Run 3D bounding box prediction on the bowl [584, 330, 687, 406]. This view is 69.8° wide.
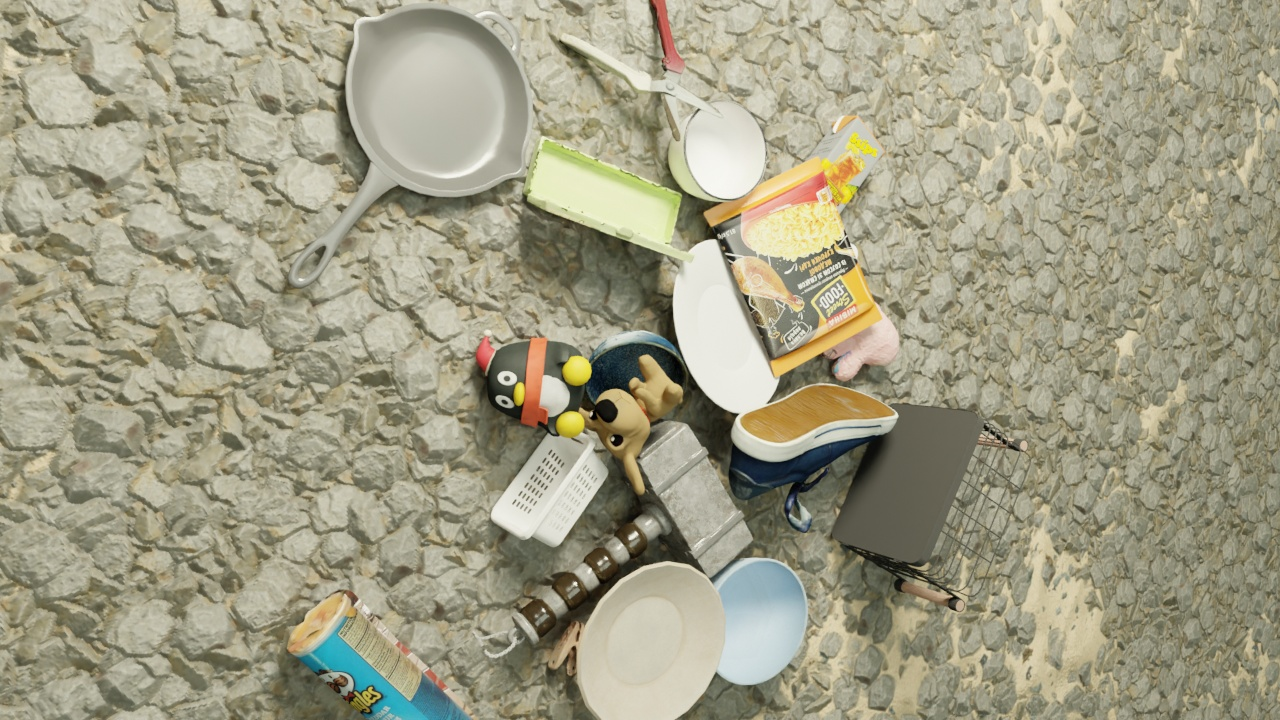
[{"bbox_3d":[-0.006,0.006,1.027,0.114,0.060,0.115,-1,131,-2],"label":"bowl"}]

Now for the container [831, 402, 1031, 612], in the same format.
[{"bbox_3d":[0.381,0.180,1.193,0.130,0.163,0.241,32,77,-26],"label":"container"}]

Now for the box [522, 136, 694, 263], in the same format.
[{"bbox_3d":[-0.036,-0.166,1.014,0.188,0.064,0.130,15,43,-29],"label":"box"}]

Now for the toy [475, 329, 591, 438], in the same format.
[{"bbox_3d":[-0.115,0.021,0.961,0.119,0.099,0.098,6,109,-6],"label":"toy"}]

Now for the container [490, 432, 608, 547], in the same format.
[{"bbox_3d":[-0.093,0.139,0.988,0.049,0.081,0.129,46,71,-34],"label":"container"}]

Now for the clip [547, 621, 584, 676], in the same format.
[{"bbox_3d":[-0.085,0.322,1.030,0.041,0.024,0.060,16,75,-30],"label":"clip"}]

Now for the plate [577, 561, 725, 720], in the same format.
[{"bbox_3d":[0.010,0.309,0.998,0.188,0.027,0.189,-5,99,-31],"label":"plate"}]

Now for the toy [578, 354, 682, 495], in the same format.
[{"bbox_3d":[-0.006,0.057,0.976,0.108,0.134,0.106,-42,148,-3],"label":"toy"}]

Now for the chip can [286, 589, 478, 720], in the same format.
[{"bbox_3d":[-0.244,0.328,0.914,0.079,0.080,0.229,-45,112,-19],"label":"chip can"}]

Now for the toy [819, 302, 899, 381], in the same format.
[{"bbox_3d":[0.283,-0.026,1.198,0.105,0.053,0.108,-39,110,-10],"label":"toy"}]

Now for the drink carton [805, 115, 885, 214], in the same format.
[{"bbox_3d":[0.248,-0.243,1.167,0.076,0.049,0.124,44,72,-23],"label":"drink carton"}]

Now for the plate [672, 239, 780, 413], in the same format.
[{"bbox_3d":[0.103,-0.040,1.085,0.208,0.015,0.208,16,68,-45],"label":"plate"}]

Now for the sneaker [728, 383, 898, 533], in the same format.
[{"bbox_3d":[0.212,0.113,1.127,0.293,0.121,0.127,-13,126,-42],"label":"sneaker"}]

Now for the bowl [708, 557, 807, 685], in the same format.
[{"bbox_3d":[0.120,0.305,1.109,0.150,0.075,0.150,-2,93,-28],"label":"bowl"}]

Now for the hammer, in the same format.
[{"bbox_3d":[-0.037,0.223,1.020,0.325,0.080,0.177,-37,108,-21],"label":"hammer"}]

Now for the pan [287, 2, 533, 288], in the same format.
[{"bbox_3d":[-0.237,-0.213,0.921,0.216,0.024,0.354,41,73,-24],"label":"pan"}]

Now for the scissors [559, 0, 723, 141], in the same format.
[{"bbox_3d":[0.000,-0.330,1.019,0.179,0.015,0.198,0,70,-14],"label":"scissors"}]

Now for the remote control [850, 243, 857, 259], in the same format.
[{"bbox_3d":[0.247,-0.087,1.177,0.013,0.043,0.136,21,82,-28],"label":"remote control"}]

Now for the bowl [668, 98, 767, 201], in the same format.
[{"bbox_3d":[0.083,-0.240,1.070,0.116,0.066,0.116,-1,93,-28],"label":"bowl"}]

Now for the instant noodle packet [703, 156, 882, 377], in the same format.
[{"bbox_3d":[0.190,-0.113,1.114,0.159,0.032,0.221,-28,103,-11],"label":"instant noodle packet"}]
